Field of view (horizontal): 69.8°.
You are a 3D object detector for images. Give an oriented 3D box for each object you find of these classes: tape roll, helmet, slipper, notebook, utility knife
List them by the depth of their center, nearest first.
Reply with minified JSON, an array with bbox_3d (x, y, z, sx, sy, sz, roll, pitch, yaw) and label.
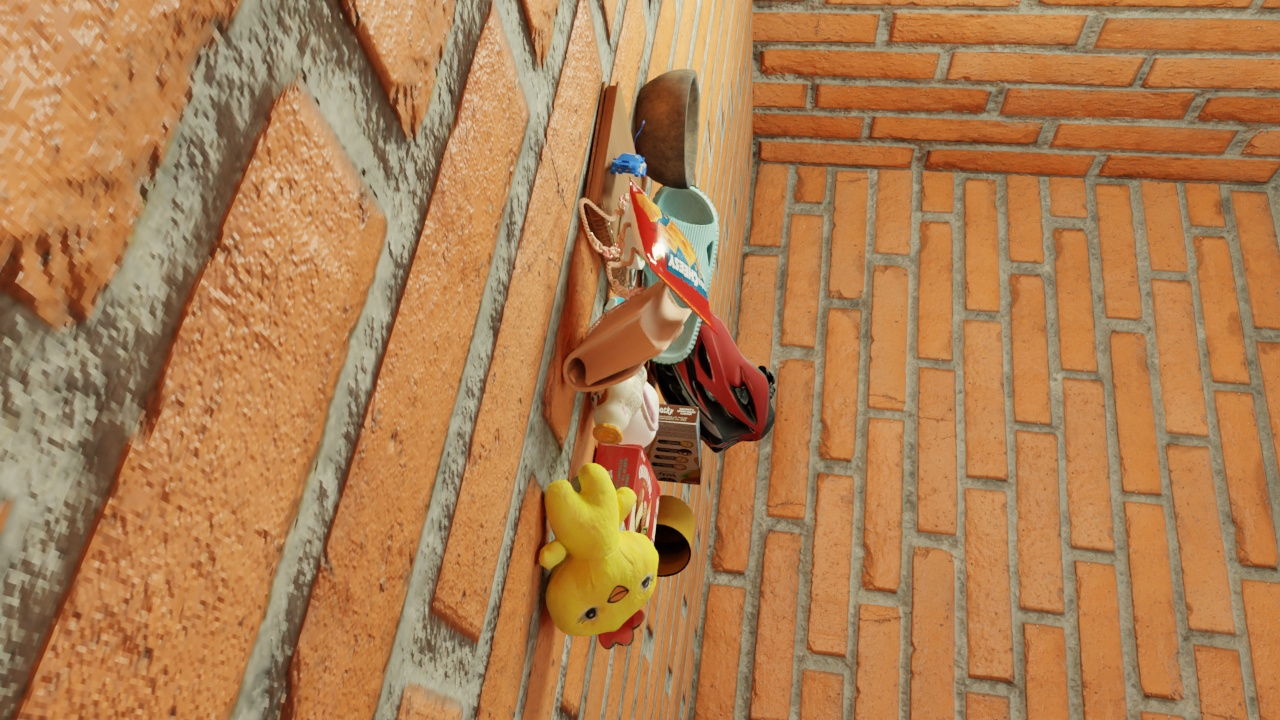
[{"bbox_3d":[-0.029,-0.196,1.087,0.210,0.022,0.169,71,25,-68],"label":"notebook"},{"bbox_3d":[-0.005,-0.159,1.123,0.093,0.018,0.094,4,89,-81],"label":"tape roll"},{"bbox_3d":[-0.027,-0.072,1.192,0.022,0.015,0.148,-61,175,7],"label":"utility knife"},{"bbox_3d":[0.055,-0.129,1.362,0.069,0.116,0.276,-159,-102,-81],"label":"slipper"},{"bbox_3d":[0.110,0.020,1.493,0.272,0.167,0.218,58,-6,24],"label":"helmet"}]

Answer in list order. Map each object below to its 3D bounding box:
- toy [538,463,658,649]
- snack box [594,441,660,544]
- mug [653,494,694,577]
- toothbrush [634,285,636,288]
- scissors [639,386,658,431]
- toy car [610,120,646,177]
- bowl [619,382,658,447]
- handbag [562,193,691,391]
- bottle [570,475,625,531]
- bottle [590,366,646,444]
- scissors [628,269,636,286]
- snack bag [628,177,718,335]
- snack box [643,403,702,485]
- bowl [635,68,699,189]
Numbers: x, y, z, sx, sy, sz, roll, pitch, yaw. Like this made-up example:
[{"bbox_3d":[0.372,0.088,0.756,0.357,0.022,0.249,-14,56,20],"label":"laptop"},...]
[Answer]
[{"bbox_3d":[-0.048,0.206,0.961,0.133,0.092,0.208,-25,123,-28],"label":"toy"},{"bbox_3d":[-0.019,0.195,1.226,0.236,0.060,0.113,71,25,-68],"label":"snack box"},{"bbox_3d":[0.029,0.289,1.490,0.124,0.100,0.094,-49,-171,25],"label":"mug"},{"bbox_3d":[-0.002,-0.027,1.359,0.015,0.016,0.185,-81,170,-61],"label":"toothbrush"},{"bbox_3d":[-0.005,0.018,1.206,0.170,0.013,0.175,-5,79,-81],"label":"scissors"},{"bbox_3d":[-0.008,-0.235,1.010,0.092,0.033,0.062,-52,150,-76],"label":"toy car"},{"bbox_3d":[-0.003,0.077,1.290,0.114,0.050,0.114,6,89,-81],"label":"bowl"},{"bbox_3d":[-0.040,-0.078,0.995,0.187,0.117,0.198,60,23,-10],"label":"handbag"},{"bbox_3d":[-0.049,0.175,1.046,0.105,0.056,0.056,82,16,-54],"label":"bottle"},{"bbox_3d":[-0.029,0.046,1.083,0.063,0.063,0.108,83,16,-51],"label":"bottle"},{"bbox_3d":[-0.003,-0.173,1.280,0.120,0.014,0.159,66,33,-72],"label":"scissors"},{"bbox_3d":[0.032,-0.110,0.977,0.130,0.039,0.143,40,28,-43],"label":"snack bag"},{"bbox_3d":[0.043,0.133,1.441,0.186,0.101,0.031,82,16,-54],"label":"snack box"},{"bbox_3d":[0.038,-0.322,1.279,0.162,0.070,0.162,6,89,-81],"label":"bowl"}]
